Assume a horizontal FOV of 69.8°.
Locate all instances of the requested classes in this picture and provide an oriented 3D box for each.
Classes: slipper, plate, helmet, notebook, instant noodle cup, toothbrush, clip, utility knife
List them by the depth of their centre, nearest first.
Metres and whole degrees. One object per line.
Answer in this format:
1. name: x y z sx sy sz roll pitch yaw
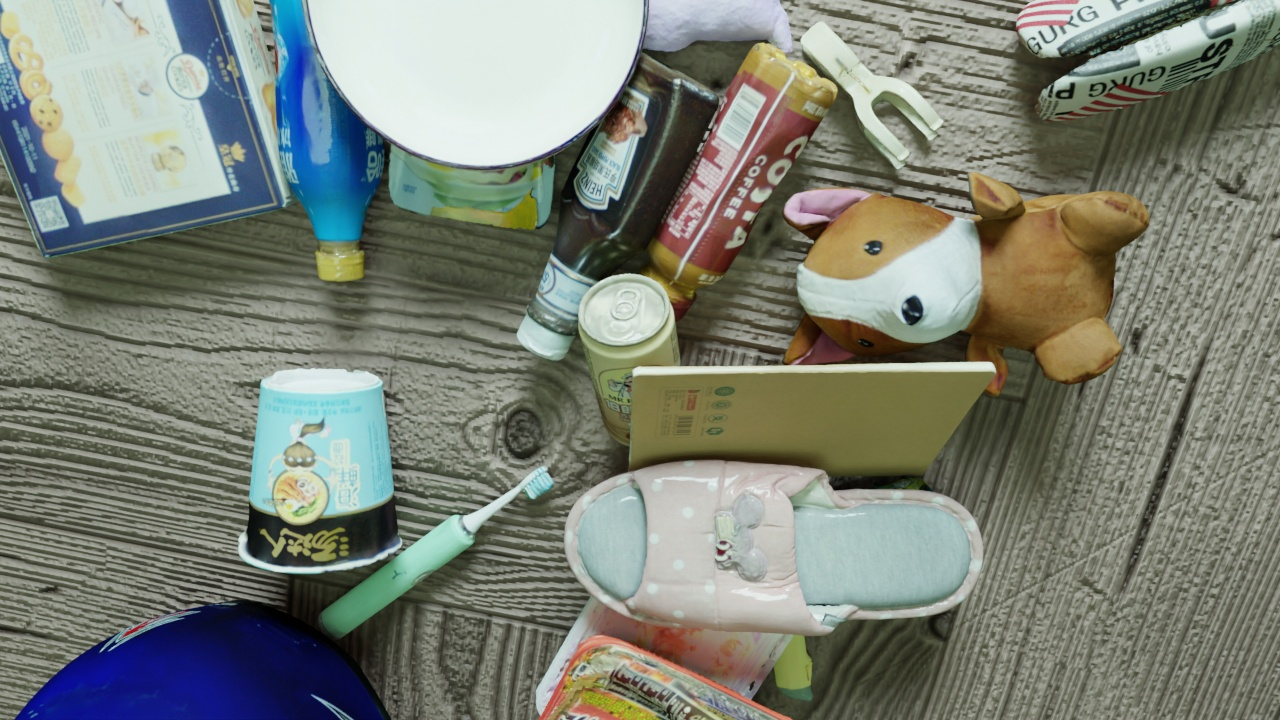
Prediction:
1. plate: -0.092 -0.207 0.527 0.192 0.039 0.192 -1 101 -5
2. clip: 0.139 -0.157 0.545 0.035 0.094 0.102 -41 111 15
3. notebook: 0.097 0.042 0.579 0.207 0.008 0.148 -1 149 -2
4. slipper: 0.087 0.123 0.592 0.274 0.054 0.114 3 90 -1
5. instant noodle cup: 0.002 0.273 0.621 0.164 0.079 0.189 27 106 -4
6. instant noodle cup: -0.220 0.070 0.630 0.111 0.111 0.120 3 100 4
7. helmet: -0.305 0.339 0.637 0.248 0.239 0.315 -14 108 20
8. instant noodle cup: 0.018 0.208 0.672 0.138 0.060 0.174 27 109 -4
9. utility knife: 0.106 0.166 0.672 0.031 0.021 0.206 -7 113 2
10. toothbrush: -0.154 0.142 0.684 0.225 0.026 0.027 -36 76 14

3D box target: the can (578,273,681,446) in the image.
1. can: -0.003 0.003 0.583 0.058 0.058 0.116 -4 143 6

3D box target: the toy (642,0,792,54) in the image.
1. toy: 0.034 -0.221 0.547 0.108 0.038 0.084 -4 107 8

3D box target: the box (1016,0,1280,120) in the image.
1. box: 0.301 -0.204 0.525 0.163 0.076 0.088 -17 81 13

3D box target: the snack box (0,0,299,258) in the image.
1. snack box: -0.328 -0.172 0.591 0.182 0.045 0.178 -9 106 8

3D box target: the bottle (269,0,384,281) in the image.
1. bottle: -0.194 -0.159 0.574 0.065 0.065 0.219 3 108 4

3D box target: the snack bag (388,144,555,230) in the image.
1. snack bag: -0.097 -0.182 0.573 0.110 0.038 0.191 11 105 6

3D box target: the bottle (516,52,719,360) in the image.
1. bottle: -0.023 -0.090 0.574 0.044 0.080 0.195 12 114 -39

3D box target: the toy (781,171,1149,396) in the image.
1. toy: 0.184 -0.044 0.552 0.200 0.130 0.140 5 109 13

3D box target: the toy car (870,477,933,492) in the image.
1. toy car: 0.162 0.111 0.640 0.091 0.036 0.043 -21 102 8

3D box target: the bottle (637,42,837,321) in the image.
1. bottle: 0.050 -0.104 0.566 0.057 0.057 0.175 30 115 -4
